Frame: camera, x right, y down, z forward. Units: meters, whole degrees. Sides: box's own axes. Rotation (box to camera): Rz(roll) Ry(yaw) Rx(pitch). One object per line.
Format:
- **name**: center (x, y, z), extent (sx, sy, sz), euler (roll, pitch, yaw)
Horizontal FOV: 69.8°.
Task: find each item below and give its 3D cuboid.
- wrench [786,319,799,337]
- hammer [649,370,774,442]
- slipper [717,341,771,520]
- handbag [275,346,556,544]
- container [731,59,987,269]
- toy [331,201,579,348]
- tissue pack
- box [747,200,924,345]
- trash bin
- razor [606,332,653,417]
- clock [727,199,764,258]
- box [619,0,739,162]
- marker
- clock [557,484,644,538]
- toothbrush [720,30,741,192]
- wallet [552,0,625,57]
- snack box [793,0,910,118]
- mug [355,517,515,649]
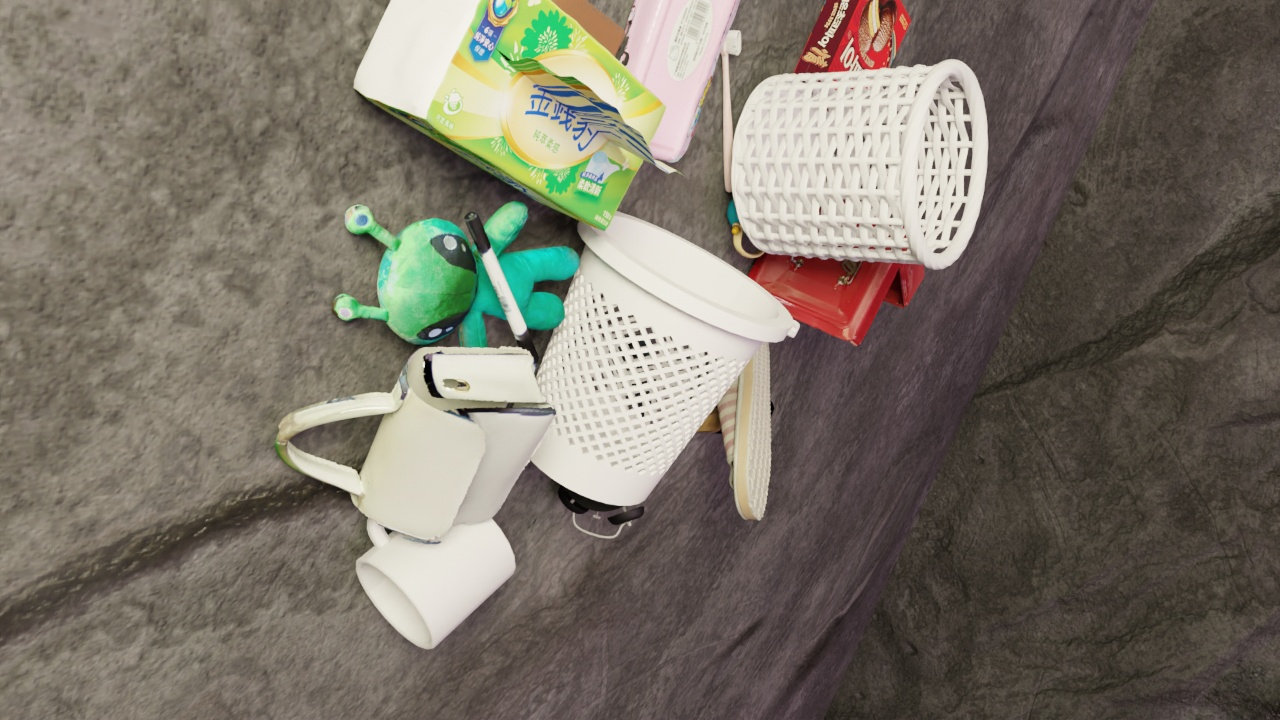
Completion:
- **wrench**: center (0.094, -0.076, 0.979), extent (0.273, 0.066, 0.018), euler (26, 92, -52)
- **hammer**: center (0.085, 0.074, 1.132), extent (0.327, 0.039, 0.131), euler (-1, 114, -59)
- **slipper**: center (0.122, 0.061, 1.080), extent (0.115, 0.052, 0.262), euler (60, 31, -53)
- **handbag**: center (-0.162, 0.063, 0.641), extent (0.175, 0.074, 0.152), euler (4, 136, -34)
- **container**: center (0.217, -0.191, 0.903), extent (0.188, 0.187, 0.189), euler (-15, 110, -50)
- **toy**: center (-0.124, -0.056, 0.650), extent (0.193, 0.072, 0.131), euler (-1, 113, -49)
- **tissue pack**: center (-0.053, -0.158, 0.577), extent (0.197, 0.141, 0.120), euler (12, 104, -55)
- **box**: center (0.245, -0.108, 1.114), extent (0.170, 0.157, 0.156), euler (12, 105, -60)
- **trash bin**: center (-0.005, 0.005, 0.789), extent (0.195, 0.195, 0.200), euler (-3, 126, -58)
- **razor**: center (-0.007, 0.023, 0.933), extent (0.143, 0.047, 0.052), euler (86, 16, -48)
- **clock**: center (0.133, -0.175, 0.993), extent (0.099, 0.044, 0.130), euler (3, 104, -59)
- **box**: center (0.047, -0.262, 0.754), extent (0.153, 0.067, 0.202), euler (-5, 119, -58)
- **marker**: center (-0.093, -0.044, 0.632), extent (0.011, 0.011, 0.152), euler (-48, 147, -24)
- **clock**: center (-0.035, 0.116, 0.914), extent (0.042, 0.091, 0.120), euler (7, 95, -71)
- **toothbrush**: center (0.088, -0.236, 0.889), extent (0.015, 0.018, 0.181), euler (-57, 154, -35)
- **wallet**: center (-0.061, -0.205, 0.676), extent (0.087, 0.013, 0.121), euler (15, 101, -56)
- **snack box**: center (0.239, -0.350, 1.019), extent (0.152, 0.036, 0.133), euler (11, 105, -61)
- **mug**: center (-0.171, 0.155, 0.737), extent (0.089, 0.091, 0.121), euler (-40, 112, -36)
